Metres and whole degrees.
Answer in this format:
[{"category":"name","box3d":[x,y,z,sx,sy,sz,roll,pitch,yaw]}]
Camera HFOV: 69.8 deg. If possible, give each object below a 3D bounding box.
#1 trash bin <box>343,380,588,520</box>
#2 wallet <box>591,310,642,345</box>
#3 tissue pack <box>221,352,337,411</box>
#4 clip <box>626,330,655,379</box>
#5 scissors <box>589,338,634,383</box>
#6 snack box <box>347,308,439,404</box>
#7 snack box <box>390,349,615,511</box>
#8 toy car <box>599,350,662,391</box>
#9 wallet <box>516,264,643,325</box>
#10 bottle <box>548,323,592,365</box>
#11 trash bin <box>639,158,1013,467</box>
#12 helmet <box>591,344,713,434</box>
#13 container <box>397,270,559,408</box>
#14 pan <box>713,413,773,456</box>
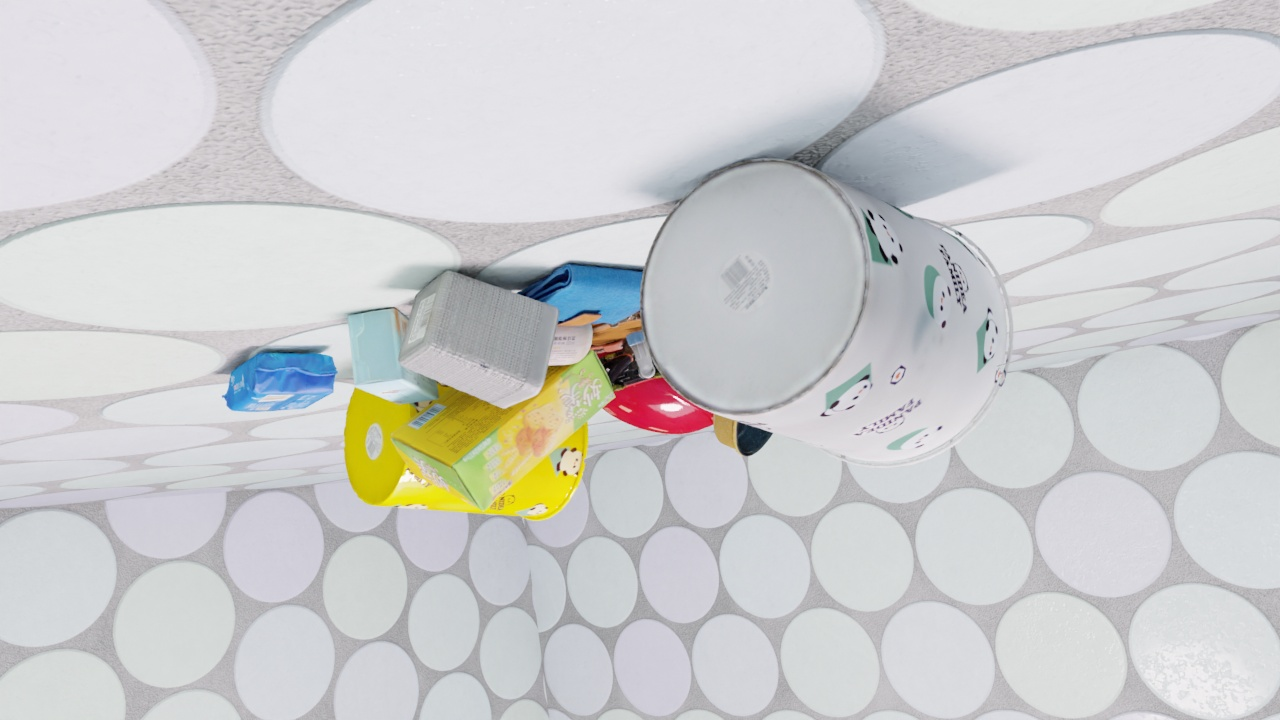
[{"category":"trash bin","box3d":[-0.239,0.102,1.232,0.254,0.229,0.230,7,163,-42]},{"category":"wallet","box3d":[-0.025,-0.045,1.072,0.132,0.031,0.107,-16,170,32]},{"category":"tissue pack","box3d":[-0.420,0.025,1.066,0.094,0.052,0.157,1,167,-38]},{"category":"clip","box3d":[0.003,-0.006,1.068,0.027,0.058,0.045,-16,175,1]},{"category":"scissors","box3d":[-0.022,-0.011,1.127,0.226,0.015,0.189,-42,-145,-11]},{"category":"snack box","box3d":[-0.262,0.000,0.985,0.051,0.074,0.175,-8,171,-1]},{"category":"snack box","box3d":[-0.156,0.063,1.043,0.209,0.070,0.158,-40,-149,-27]},{"category":"toy car","box3d":[-0.007,0.007,1.155,0.106,0.049,0.031,-18,170,25]},{"category":"wallet","box3d":[-0.047,-0.064,0.916,0.132,0.040,0.107,1,163,-41]},{"category":"bottle","box3d":[-0.141,-0.027,0.950,0.189,0.068,0.068,-2,169,-36]},{"category":"trash bin","box3d":[0.146,-0.034,0.730,0.230,0.229,0.251,-15,164,34]},{"category":"helmet","box3d":[0.030,0.032,1.264,0.239,0.144,0.207,-4,172,-18]},{"category":"container","box3d":[-0.151,-0.020,0.844,0.114,0.090,0.090,22,155,-28]},{"category":"pan","box3d":[0.220,0.010,1.291,0.078,0.198,0.356,22,-148,26]}]
